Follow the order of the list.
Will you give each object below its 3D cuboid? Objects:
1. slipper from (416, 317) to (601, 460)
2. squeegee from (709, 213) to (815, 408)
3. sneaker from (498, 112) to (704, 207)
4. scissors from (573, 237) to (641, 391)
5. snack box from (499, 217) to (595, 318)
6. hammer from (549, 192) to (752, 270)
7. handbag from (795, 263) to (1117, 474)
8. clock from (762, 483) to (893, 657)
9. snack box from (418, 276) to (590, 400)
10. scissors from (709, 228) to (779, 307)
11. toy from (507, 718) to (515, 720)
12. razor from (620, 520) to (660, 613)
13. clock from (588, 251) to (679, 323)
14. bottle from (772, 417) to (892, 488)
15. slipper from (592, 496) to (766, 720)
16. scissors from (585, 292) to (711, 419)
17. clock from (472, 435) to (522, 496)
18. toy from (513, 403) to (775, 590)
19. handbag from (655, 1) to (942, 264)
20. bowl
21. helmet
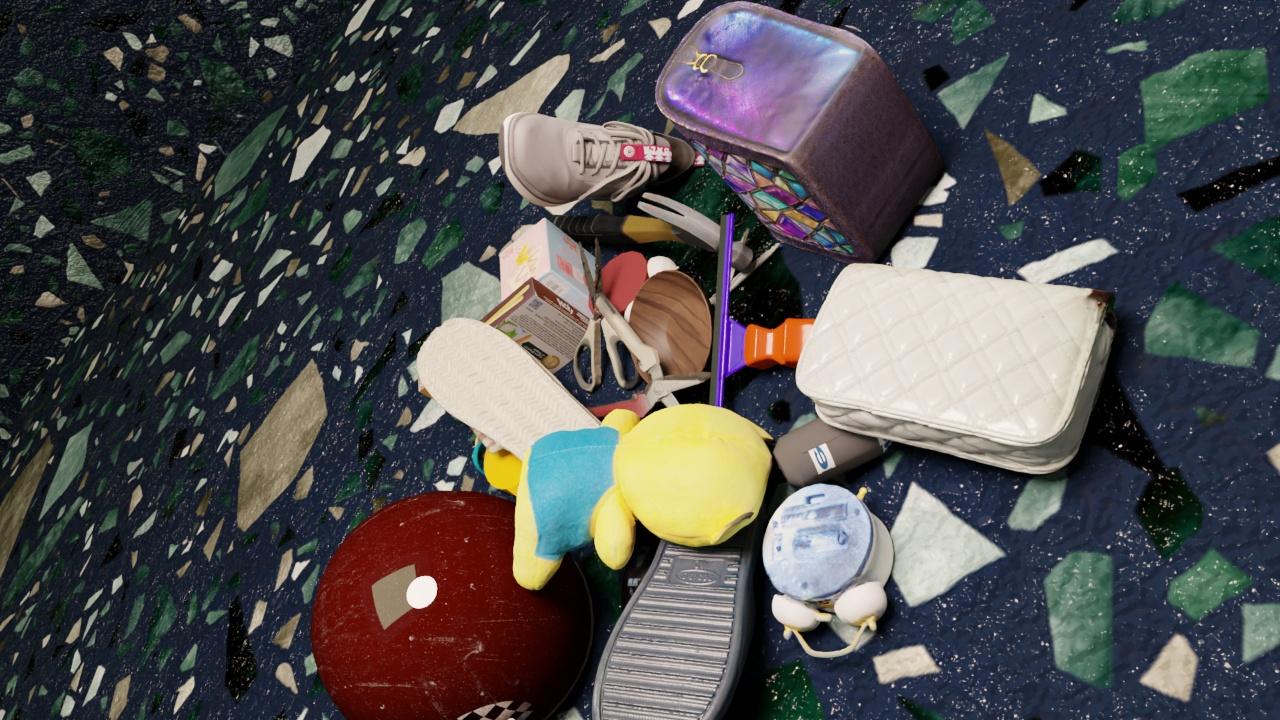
[{"bbox_3d":[-0.128,0.052,0.961,0.263,0.052,0.115,36,93,23],"label":"slipper"},{"bbox_3d":[0.144,-0.014,0.785,0.185,0.055,0.249,-3,79,43],"label":"squeegee"},{"bbox_3d":[-0.040,-0.221,0.998,0.129,0.262,0.097,-3,93,35],"label":"sneaker"},{"bbox_3d":[-0.048,-0.038,0.972,0.163,0.012,0.154,53,129,19],"label":"scissors"},{"bbox_3d":[-0.104,-0.092,1.068,0.080,0.093,0.094,-34,43,25],"label":"snack box"},{"bbox_3d":[-0.018,-0.144,1.006,0.333,0.118,0.025,15,77,59],"label":"hammer"},{"bbox_3d":[0.220,0.000,0.652,0.195,0.072,0.138,13,65,34],"label":"handbag"},{"bbox_3d":[0.137,0.153,0.671,0.089,0.052,0.125,-17,52,37],"label":"clock"},{"bbox_3d":[-0.152,-0.005,1.047,0.186,0.101,0.031,-37,41,21],"label":"snack box"},{"bbox_3d":[0.071,-0.063,0.930,0.165,0.014,0.141,-18,53,38],"label":"scissors"},{"bbox_3d":[-0.053,0.329,0.701,0.119,0.097,0.099,-2,48,36],"label":"toy"},{"bbox_3d":[0.009,0.159,0.789,0.053,0.063,0.140,-12,53,42],"label":"razor"},{"bbox_3d":[-0.006,-0.071,0.990,0.125,0.044,0.087,8,69,48],"label":"clock"},{"bbox_3d":[0.159,0.060,0.711,0.112,0.047,0.047,-25,42,1],"label":"bottle"},{"bbox_3d":[0.047,0.202,0.713,0.101,0.082,0.262,0,42,25],"label":"slipper"},{"bbox_3d":[-0.007,0.008,0.915,0.200,0.015,0.179,-25,74,45],"label":"scissors"},{"bbox_3d":[-0.137,0.096,1.007,0.099,0.043,0.129,-50,45,5],"label":"clock"},{"bbox_3d":[0.001,0.095,0.732,0.214,0.084,0.148,-9,45,11],"label":"toy"},{"bbox_3d":[0.131,-0.202,0.824,0.125,0.204,0.222,-55,44,-1],"label":"handbag"},{"bbox_3d":[0.038,-0.028,0.900,0.119,0.032,0.119,3,94,49],"label":"bowl"},{"bbox_3d":[-0.165,0.227,0.819,0.234,0.253,0.233,-28,54,18],"label":"helmet"}]
